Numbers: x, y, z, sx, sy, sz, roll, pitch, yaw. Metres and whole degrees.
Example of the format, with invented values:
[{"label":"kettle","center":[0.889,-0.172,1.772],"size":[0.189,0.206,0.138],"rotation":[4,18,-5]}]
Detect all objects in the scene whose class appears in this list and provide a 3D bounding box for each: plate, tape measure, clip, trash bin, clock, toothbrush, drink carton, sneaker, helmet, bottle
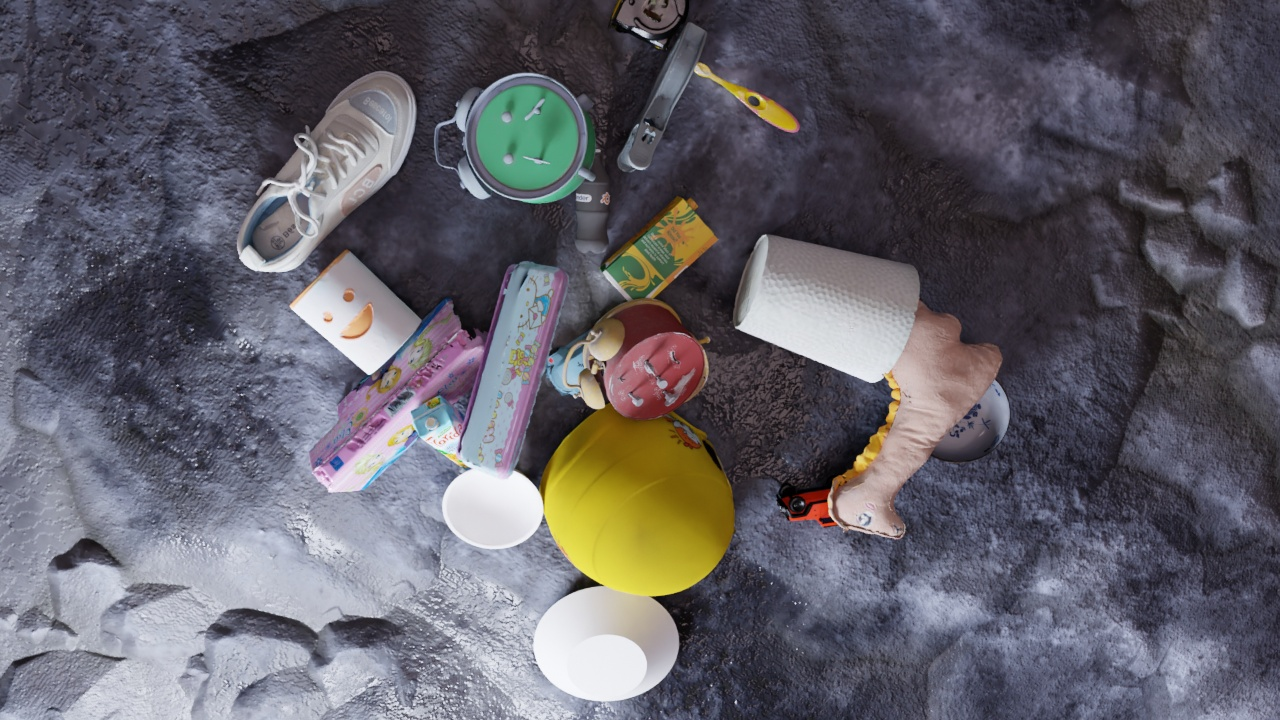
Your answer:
[{"label":"plate","center":[-0.040,0.349,1.086],"size":[0.174,0.036,0.174],"rotation":[-1,114,-2]},{"label":"tape measure","center":[0.012,-0.356,0.924],"size":[0.071,0.042,0.072],"rotation":[22,98,-9]},{"label":"clip","center":[0.020,-0.264,0.943],"size":[0.027,0.090,0.162],"rotation":[26,86,-12]},{"label":"trash bin","center":[0.192,-0.062,0.981],"size":[0.161,0.133,0.133],"rotation":[16,102,-6]},{"label":"clock","center":[-0.006,0.006,0.963],"size":[0.158,0.081,0.117],"rotation":[-1,124,-29]},{"label":"toothbrush","center":[0.112,-0.278,0.968],"size":[0.135,0.016,0.021],"rotation":[28,98,-13]},{"label":"clock","center":[-0.128,-0.219,0.917],"size":[0.162,0.075,0.122],"rotation":[-1,95,8]},{"label":"drink carton","center":[-0.199,0.078,0.972],"size":[0.044,0.129,0.038],"rotation":[-28,64,0]},{"label":"sneaker","center":[-0.308,-0.181,0.904],"size":[0.089,0.090,0.242],"rotation":[40,96,-14]},{"label":"helmet","center":[0.009,0.172,1.009],"size":[0.240,0.139,0.209],"rotation":[41,96,-15]},{"label":"bottle","center":[-0.050,-0.169,0.966],"size":[0.036,0.036,0.110],"rotation":[0,104,-7]},{"label":"drink carton","center":[0.021,-0.117,0.986],"size":[0.122,0.041,0.058],"rotation":[-42,105,5]}]

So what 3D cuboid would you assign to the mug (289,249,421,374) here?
[{"label":"mug","center":[-0.291,-0.049,0.944],"size":[0.082,0.082,0.105],"rotation":[-44,106,5]}]

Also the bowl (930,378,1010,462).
[{"label":"bowl","center":[0.365,0.063,1.063],"size":[0.114,0.045,0.114],"rotation":[-3,80,15]}]

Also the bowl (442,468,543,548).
[{"label":"bowl","center":[-0.164,0.155,1.031],"size":[0.110,0.040,0.110],"rotation":[-1,116,-2]}]

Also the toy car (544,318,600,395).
[{"label":"toy car","center":[-0.054,-0.003,1.013],"size":[0.108,0.027,0.060],"rotation":[-34,106,2]}]

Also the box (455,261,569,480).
[{"label":"box","center":[-0.132,0.007,0.928],"size":[0.062,0.140,0.214],"rotation":[16,88,-18]}]

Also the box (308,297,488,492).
[{"label":"box","center":[-0.262,0.034,0.980],"size":[0.230,0.084,0.090],"rotation":[-43,77,5]}]

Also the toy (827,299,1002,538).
[{"label":"toy","center":[0.280,0.062,1.030],"size":[0.196,0.065,0.264],"rotation":[42,97,13]}]

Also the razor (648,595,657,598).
[{"label":"razor","center":[0.020,0.319,1.111],"size":[0.042,0.026,0.106],"rotation":[-23,110,-2]}]

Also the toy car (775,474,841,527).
[{"label":"toy car","center":[0.212,0.170,1.078],"size":[0.100,0.051,0.049],"rotation":[-9,103,-5]}]
